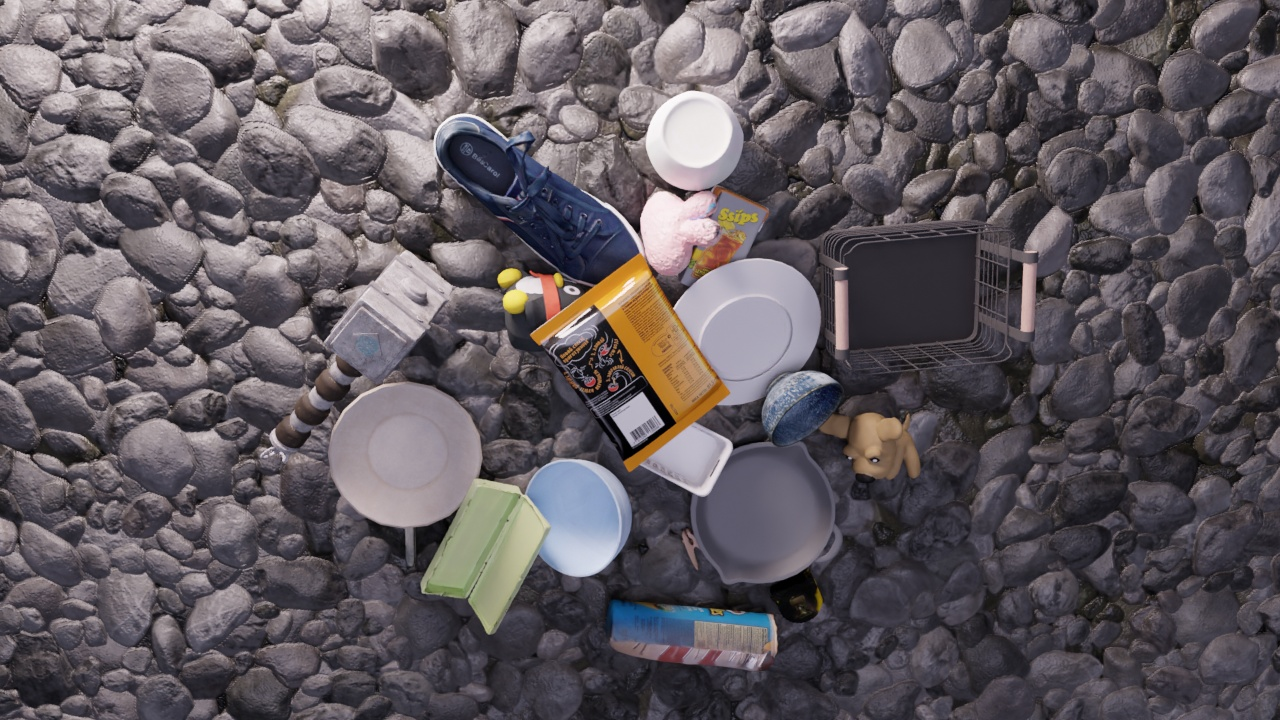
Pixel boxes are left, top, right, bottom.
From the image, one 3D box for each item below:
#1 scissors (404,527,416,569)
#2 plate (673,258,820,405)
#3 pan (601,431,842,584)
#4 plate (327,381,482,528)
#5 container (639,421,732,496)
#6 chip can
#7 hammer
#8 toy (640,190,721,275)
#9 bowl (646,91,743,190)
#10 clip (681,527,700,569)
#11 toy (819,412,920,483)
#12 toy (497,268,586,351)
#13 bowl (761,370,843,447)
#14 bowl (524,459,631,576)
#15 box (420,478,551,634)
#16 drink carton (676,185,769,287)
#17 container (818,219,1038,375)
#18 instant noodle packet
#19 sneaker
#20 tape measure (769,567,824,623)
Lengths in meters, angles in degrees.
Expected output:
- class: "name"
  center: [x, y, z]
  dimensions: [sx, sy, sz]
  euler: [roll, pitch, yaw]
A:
- class: "scissors"
  center: [-0.282, 0.193, 1.205]
  dimensions: [0.199, 0.015, 0.179]
  euler: [31, 100, -11]
- class: "plate"
  center: [0.130, -0.029, 1.147]
  dimensions: [0.208, 0.015, 0.209]
  euler: [-7, 122, -12]
- class: "pan"
  center: [0.108, 0.175, 1.227]
  dimensions: [0.354, 0.024, 0.216]
  euler: [27, 96, -5]
- class: "plate"
  center: [-0.297, 0.119, 1.166]
  dimensions: [0.188, 0.027, 0.189]
  euler: [-1, 99, -7]
- class: "container"
  center: [0.044, 0.110, 1.177]
  dimensions: [0.129, 0.049, 0.080]
  euler: [28, 90, -2]
- class: "chip can"
  center: [0.068, 0.376, 1.257]
  dimensions: [0.229, 0.079, 0.080]
  euler: [7, 104, -7]
- class: "hammer"
  center: [-0.360, 0.023, 1.089]
  dimensions: [0.079, 0.176, 0.327]
  euler: [40, 111, -14]
- class: "toy"
  center: [0.048, -0.158, 1.093]
  dimensions: [0.105, 0.053, 0.108]
  euler: [-17, 67, 33]
- class: "bowl"
  center: [0.064, -0.260, 1.072]
  dimensions: [0.116, 0.065, 0.116]
  euler: [0, 93, 2]
- class: "clip"
  center: [0.081, 0.253, 1.250]
  dimensions: [0.041, 0.024, 0.061]
  euler: [-21, 103, 1]
- class: "toy"
  center: [0.314, 0.112, 1.202]
  dimensions: [0.108, 0.134, 0.105]
  euler: [17, 81, -36]
- class: "toy"
  center: [-0.107, -0.059, 1.112]
  dimensions: [0.119, 0.097, 0.100]
  euler: [-7, 123, -11]
- class: "bowl"
  center: [0.198, 0.051, 1.178]
  dimensions: [0.114, 0.060, 0.115]
  euler: [-25, 147, -18]
- class: "bowl"
  center: [-0.070, 0.195, 1.182]
  dimensions: [0.151, 0.074, 0.150]
  euler: [4, 98, 29]
- class: "box"
  center: [-0.198, 0.249, 1.192]
  dimensions: [0.130, 0.064, 0.188]
  euler: [30, 110, 8]
- class: "drink carton"
  center: [0.099, -0.144, 1.128]
  dimensions: [0.076, 0.048, 0.125]
  euler: [22, 102, -11]
- class: "container"
  center: [0.340, -0.079, 1.125]
  dimensions: [0.241, 0.130, 0.163]
  euler: [-5, 106, -4]
- class: "instant noodle packet"
  center: [-0.006, 0.006, 1.101]
  dimensions: [0.159, 0.032, 0.221]
  euler: [-37, 114, -7]
- class: "sneaker"
  center: [-0.111, -0.180, 1.063]
  dimensions: [0.294, 0.127, 0.121]
  euler: [36, 100, -15]
- class: "tape measure"
  center: [0.219, 0.333, 1.277]
  dimensions: [0.067, 0.038, 0.062]
  euler: [-26, 106, 2]
